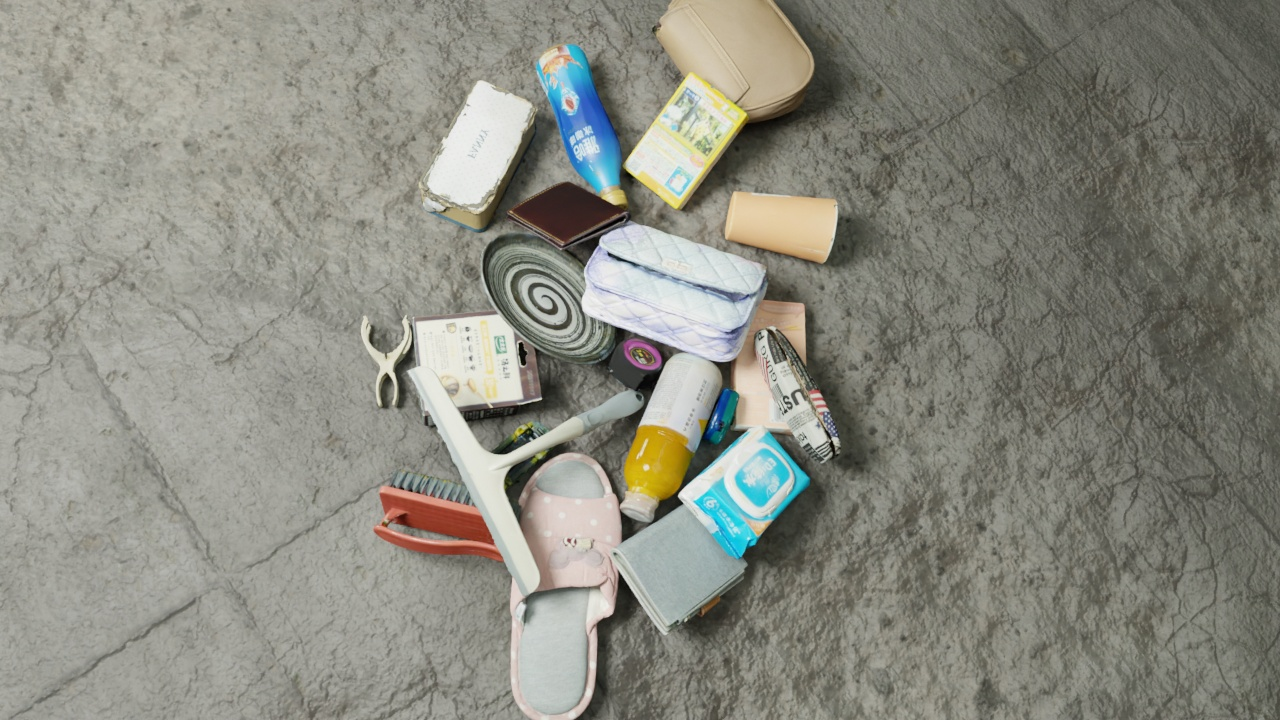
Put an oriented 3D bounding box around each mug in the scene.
[{"bbox_3d":[0.167,-0.165,1.103,0.123,0.078,0.078,10,70,-1],"label":"mug"}]

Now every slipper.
[{"bbox_3d":[-0.079,0.225,0.936,0.114,0.054,0.273,7,69,-6],"label":"slipper"}]

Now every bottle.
[{"bbox_3d":[-0.064,-0.277,1.107,0.065,0.065,0.218,-17,74,-14],"label":"bottle"},{"bbox_3d":[0.030,0.083,0.992,0.068,0.068,0.189,24,67,0],"label":"bottle"}]

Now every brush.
[{"bbox_3d":[-0.191,0.163,0.925,0.146,0.063,0.069,12,52,4],"label":"brush"}]

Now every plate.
[{"bbox_3d":[-0.102,-0.065,1.012,0.179,0.024,0.179,28,39,-25],"label":"plate"}]

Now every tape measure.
[{"bbox_3d":[-0.006,0.006,1.026,0.057,0.039,0.057,39,38,15],"label":"tape measure"},{"bbox_3d":[0.090,0.066,1.019,0.025,0.055,0.058,24,55,1],"label":"tape measure"}]

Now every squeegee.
[{"bbox_3d":[-0.075,0.075,0.950,0.245,0.039,0.246,-24,84,-40],"label":"squeegee"}]

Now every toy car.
[{"bbox_3d":[-0.134,0.105,0.979,0.091,0.036,0.043,-39,82,-20],"label":"toy car"}]

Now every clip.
[{"bbox_3d":[-0.264,-0.006,0.999,0.092,0.035,0.103,-25,81,-15],"label":"clip"}]

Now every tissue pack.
[{"bbox_3d":[0.112,0.137,0.977,0.090,0.063,0.139,49,52,6],"label":"tissue pack"}]

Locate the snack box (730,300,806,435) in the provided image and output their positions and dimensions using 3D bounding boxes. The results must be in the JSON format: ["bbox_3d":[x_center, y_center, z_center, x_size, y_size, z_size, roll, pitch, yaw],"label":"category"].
[{"bbox_3d":[0.148,0.006,1.063,0.084,0.026,0.157,5,70,-7],"label":"snack box"}]

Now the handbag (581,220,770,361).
[{"bbox_3d":[0.039,-0.084,1.026,0.194,0.076,0.133,19,44,7],"label":"handbag"}]

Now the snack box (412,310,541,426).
[{"bbox_3d":[-0.179,0.005,0.997,0.125,0.053,0.113,-6,72,-15],"label":"snack box"}]

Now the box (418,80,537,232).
[{"bbox_3d":[-0.187,-0.247,1.083,0.090,0.060,0.184,25,67,-1],"label":"box"}]

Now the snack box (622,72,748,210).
[{"bbox_3d":[0.054,-0.262,1.104,0.087,0.033,0.140,38,103,5],"label":"snack box"}]

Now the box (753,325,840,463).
[{"bbox_3d":[0.166,0.038,1.007,0.057,0.071,0.164,-30,74,7],"label":"box"}]

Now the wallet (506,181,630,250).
[{"bbox_3d":[-0.085,-0.167,1.050,0.096,0.020,0.122,-31,41,-24],"label":"wallet"}]

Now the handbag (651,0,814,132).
[{"bbox_3d":[0.118,-0.389,1.162,0.147,0.100,0.204,-31,78,-10],"label":"handbag"}]

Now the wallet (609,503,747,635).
[{"bbox_3d":[0.043,0.214,0.957,0.129,0.037,0.106,-25,77,-39],"label":"wallet"}]
